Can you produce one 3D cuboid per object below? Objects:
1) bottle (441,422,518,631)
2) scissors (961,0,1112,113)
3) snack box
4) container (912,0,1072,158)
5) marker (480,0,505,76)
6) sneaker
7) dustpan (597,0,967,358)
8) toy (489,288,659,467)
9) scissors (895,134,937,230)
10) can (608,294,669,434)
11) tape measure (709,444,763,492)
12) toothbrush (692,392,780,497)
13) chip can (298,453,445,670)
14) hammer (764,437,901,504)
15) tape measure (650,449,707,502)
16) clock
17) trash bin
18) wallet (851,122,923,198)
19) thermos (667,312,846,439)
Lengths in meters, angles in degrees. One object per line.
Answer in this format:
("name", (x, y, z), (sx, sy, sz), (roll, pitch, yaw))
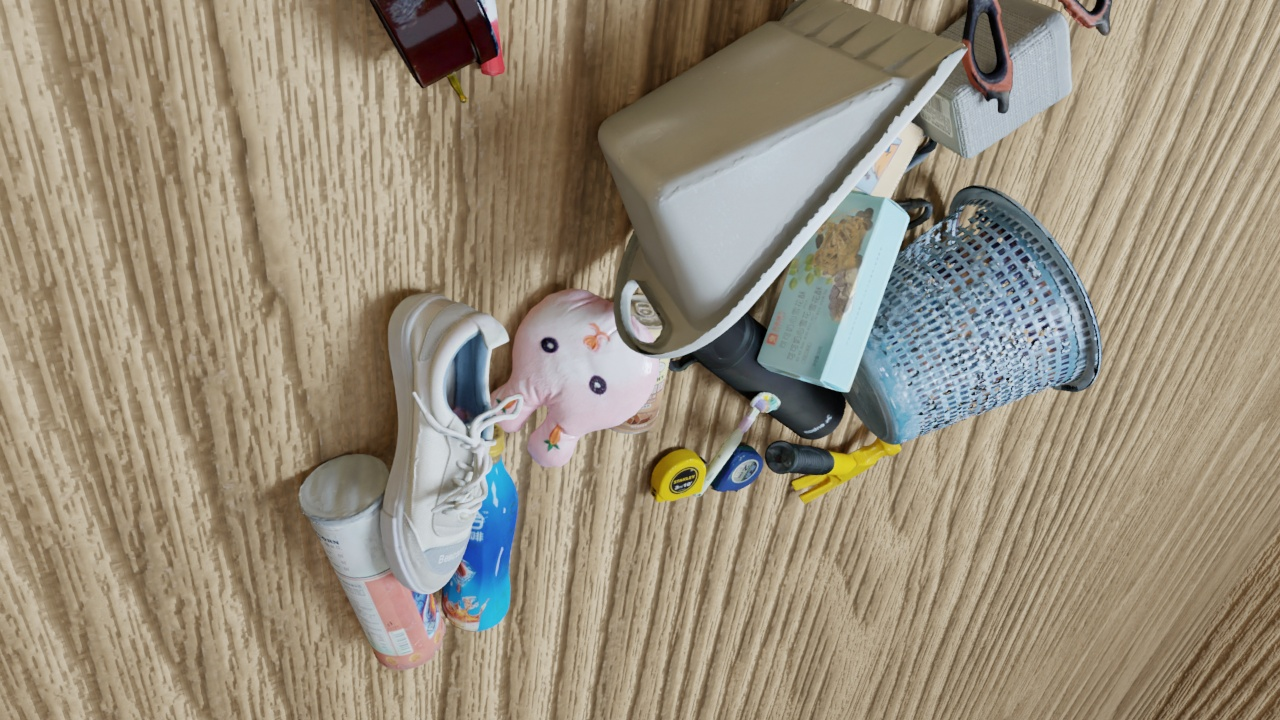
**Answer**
("bottle", (-0.143, 0.149, 0.824), (0.065, 0.065, 0.219), (-11, 128, -29))
("scissors", (0.286, -0.309, 0.733), (0.189, 0.015, 0.227), (-13, 106, -5))
("snack box", (0.173, -0.064, 0.825), (0.051, 0.074, 0.175), (20, 89, -45))
("container", (0.304, -0.251, 0.815), (0.114, 0.090, 0.090), (-37, 136, -2))
("marker", (-0.102, -0.251, 0.574), (0.017, 0.017, 0.145), (-21, 132, -22))
("sneaker", (-0.139, 0.072, 0.701), (0.089, 0.091, 0.242), (-22, 122, -56))
("dustpan", (0.075, -0.125, 0.662), (0.258, 0.222, 0.143), (-27, 124, -1))
("toy", (-0.060, 0.018, 0.763), (0.160, 0.121, 0.054), (-52, 179, 21))
("scissors", (0.225, -0.153, 0.891), (0.159, 0.014, 0.181), (26, 108, -42))
("can", (-0.005, 0.005, 0.814), (0.058, 0.058, 0.116), (-11, 128, -29))
("tape measure", (0.106, 0.118, 1.007), (0.054, 0.025, 0.058), (6, 123, -41))
("toothbrush", (0.090, 0.091, 0.937), (0.029, 0.020, 0.190), (10, 141, -16))
("chip can", (-0.223, 0.179, 0.785), (0.071, 0.071, 0.215), (-23, 134, -20))
("hammer", (0.194, 0.110, 0.986), (0.129, 0.033, 0.300), (-35, 159, 17))
("tape measure", (0.038, 0.118, 0.955), (0.060, 0.029, 0.057), (-13, 130, -27))
("clock", (-0.130, -0.216, 0.536), (0.055, 0.082, 0.122), (-30, 138, -4))
("trash bin", (0.289, -0.027, 0.894), (0.195, 0.226, 0.227), (-28, 135, -2))
("wallet", (0.198, -0.194, 0.825), (0.115, 0.024, 0.087), (18, 113, -33))
("thermos", (0.109, 0.010, 0.904), (0.090, 0.068, 0.242), (-28, 141, 27))
